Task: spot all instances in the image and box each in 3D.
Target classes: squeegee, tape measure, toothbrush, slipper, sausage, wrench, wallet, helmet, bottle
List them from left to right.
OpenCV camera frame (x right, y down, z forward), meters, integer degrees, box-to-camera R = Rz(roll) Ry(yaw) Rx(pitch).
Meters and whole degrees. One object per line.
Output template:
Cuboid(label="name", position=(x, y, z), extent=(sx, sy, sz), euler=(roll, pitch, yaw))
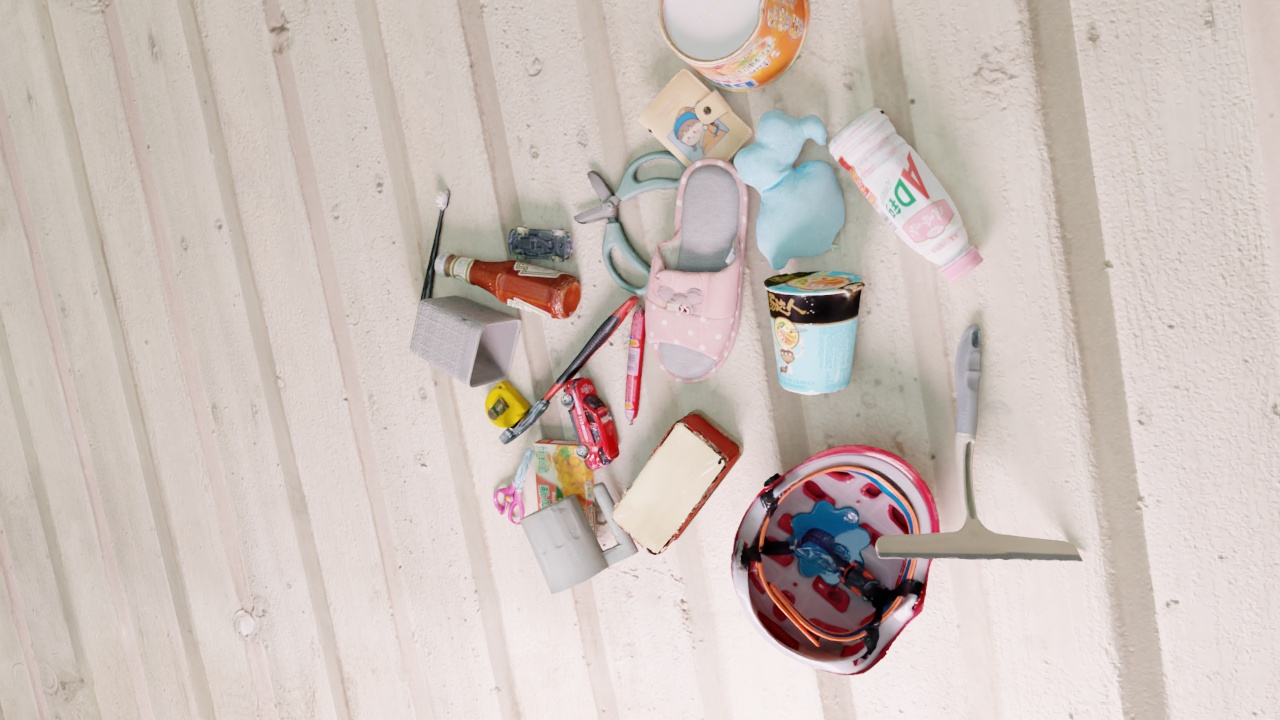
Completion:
Cuboid(label="toothbrush", position=(-0.286, -0.147, 1.263), extent=(0.016, 0.018, 0.181), euler=(20, 109, 18))
Cuboid(label="bottle", position=(-0.177, -0.104, 1.194), extent=(0.206, 0.059, 0.060), euler=(16, 106, 22))
Cuboid(label="tape measure", position=(-0.184, 0.064, 1.244), extent=(0.060, 0.028, 0.057), euler=(47, 115, 11))
Cuboid(label="wrench", position=(-0.092, 0.014, 1.182), extent=(0.016, 0.056, 0.274), euler=(47, 111, 9))
Cuboid(label="sausage", position=(-0.007, 0.007, 1.154), extent=(0.020, 0.020, 0.156), euler=(11, 104, 24))
Cuboid(label="slipper", position=(0.066, -0.098, 1.071), extent=(0.114, 0.054, 0.275), euler=(17, 112, 18))
Cuboid(label="wallet", position=(0.066, -0.272, 1.061), extent=(0.115, 0.024, 0.087), euler=(45, 107, 4))
Cuboid(label="helmet", position=(0.211, 0.209, 1.019), extent=(0.207, 0.144, 0.240), euler=(35, 88, 6))
Cuboid(label="bottle", position=(0.281, -0.170, 0.959), extent=(0.068, 0.068, 0.197), euler=(-40, 84, 26))
Cuboid(label="squeegee", position=(0.346, 0.085, 0.965), extent=(0.246, 0.039, 0.246), euler=(4, 80, -17))

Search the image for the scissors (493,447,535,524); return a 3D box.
Cuboid(label="scissors", position=(-0.164, 0.170, 1.247), extent=(0.063, 0.017, 0.135), euler=(43, 126, 20))

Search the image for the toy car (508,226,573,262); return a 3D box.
Cuboid(label="toy car", position=(-0.127, -0.149, 1.175), extent=(0.091, 0.034, 0.043), euler=(5, 99, 23))

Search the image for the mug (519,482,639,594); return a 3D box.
Cuboid(label="mug", position=(-0.080, 0.224, 1.171), extent=(0.124, 0.083, 0.103), euler=(-26, 86, -1))

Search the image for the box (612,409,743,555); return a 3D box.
Cuboid(label="box", position=(0.039, 0.151, 1.124), extent=(0.091, 0.079, 0.169), euler=(39, 113, 14))

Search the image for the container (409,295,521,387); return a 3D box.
Cuboid(label="container", position=(-0.236, -0.031, 1.219), extent=(0.114, 0.090, 0.090), euler=(24, 108, 23))

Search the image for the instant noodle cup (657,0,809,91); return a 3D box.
Cuboid(label="instant noodle cup", position=(0.094, -0.372, 0.986), extent=(0.151, 0.111, 0.151), euler=(5, 101, 25))

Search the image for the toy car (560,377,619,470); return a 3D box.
Cuboid(label="toy car", position=(-0.062, 0.079, 1.176), extent=(0.045, 0.052, 0.120), euler=(-18, 94, 25))

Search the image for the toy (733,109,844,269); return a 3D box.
Cuboid(label="toy", position=(0.170, -0.184, 1.012), extent=(0.156, 0.049, 0.161), euler=(34, 101, -3))

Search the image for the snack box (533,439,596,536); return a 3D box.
Cuboid(label="snack box", position=(-0.099, 0.184, 1.225), extent=(0.077, 0.027, 0.156), euler=(1, 99, 25))

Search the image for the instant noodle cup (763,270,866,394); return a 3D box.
Cuboid(label="instant noodle cup", position=(0.192, -0.029, 1.009), extent=(0.111, 0.111, 0.120), euler=(4, 108, 25))

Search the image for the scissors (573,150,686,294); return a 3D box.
Cuboid(label="scissors", position=(0.003, -0.173, 1.118), extent=(0.170, 0.019, 0.173), euler=(-27, 86, 28))
